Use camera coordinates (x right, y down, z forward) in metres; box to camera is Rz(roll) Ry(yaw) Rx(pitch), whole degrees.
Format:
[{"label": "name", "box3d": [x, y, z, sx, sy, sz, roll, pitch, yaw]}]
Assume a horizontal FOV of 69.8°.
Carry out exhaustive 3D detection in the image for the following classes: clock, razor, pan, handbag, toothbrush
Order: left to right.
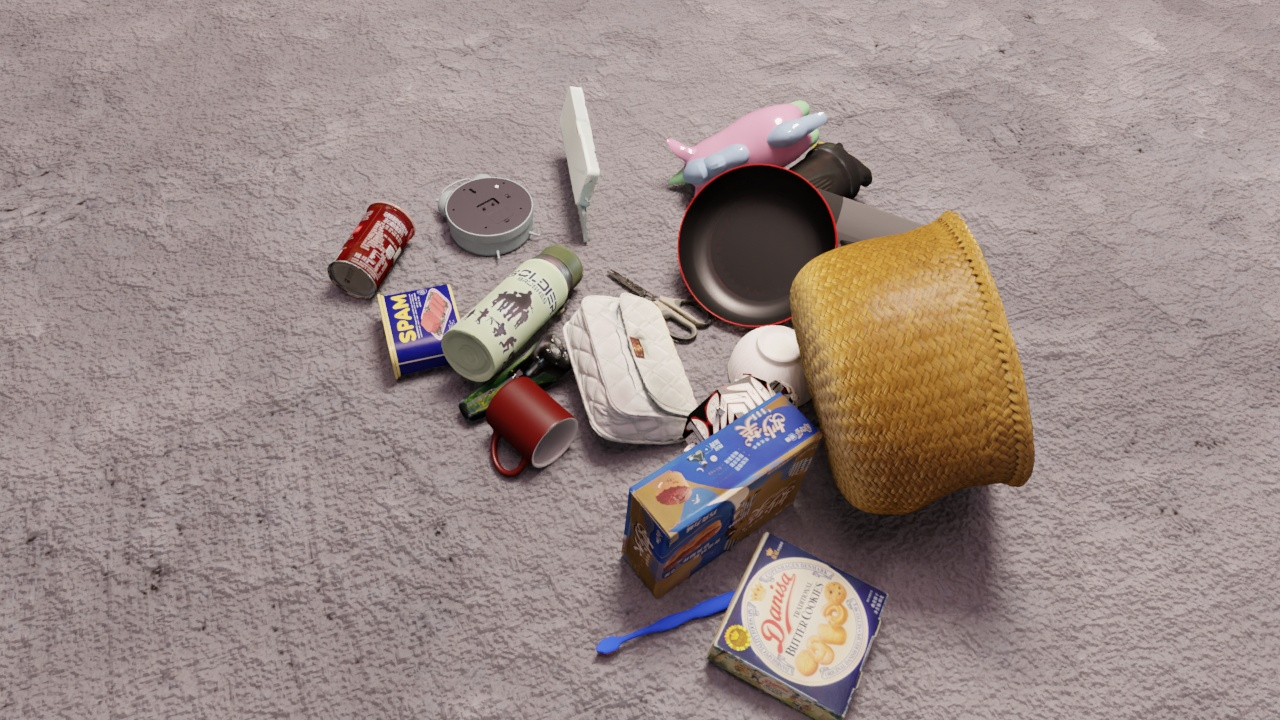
[{"label": "clock", "box3d": [-0.222, -0.213, 1.311, 0.122, 0.045, 0.159, -34, 60, -26]}, {"label": "razor", "box3d": [-0.153, 0.022, 1.117, 0.151, 0.067, 0.054, -32, 79, -19]}, {"label": "handbag", "box3d": [-0.007, 0.007, 1.115, 0.138, 0.073, 0.194, 6, 48, -32]}, {"label": "toothbrush", "box3d": [0.038, 0.273, 0.962, 0.182, 0.018, 0.016, -16, 58, -18]}, {"label": "clock", "box3d": [0.118, 0.064, 1.055, 0.154, 0.115, 0.065, -7, 52, -41]}, {"label": "pan", "box3d": [0.222, -0.142, 1.175, 0.357, 0.209, 0.067, 5, 6, 19]}]

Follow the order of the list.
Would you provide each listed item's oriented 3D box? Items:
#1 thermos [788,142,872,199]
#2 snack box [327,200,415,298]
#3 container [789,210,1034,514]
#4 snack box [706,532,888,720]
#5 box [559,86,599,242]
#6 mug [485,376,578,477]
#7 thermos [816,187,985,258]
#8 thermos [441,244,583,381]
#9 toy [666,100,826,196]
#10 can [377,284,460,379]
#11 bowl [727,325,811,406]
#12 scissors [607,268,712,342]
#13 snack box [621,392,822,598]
[{"label": "thermos", "box3d": [0.226, -0.239, 1.327, 0.220, 0.098, 0.098, -34, 60, -20]}, {"label": "snack box", "box3d": [-0.362, -0.149, 1.238, 0.072, 0.072, 0.121, 14, 53, 8]}, {"label": "container", "box3d": [0.279, 0.008, 0.993, 0.197, 0.307, 0.306, -12, 51, 9]}, {"label": "snack box", "box3d": [0.162, 0.273, 0.942, 0.145, 0.043, 0.144, 26, 55, 10]}, {"label": "box", "box3d": [-0.091, -0.282, 1.314, 0.040, 0.135, 0.196, 1, 51, -15]}, {"label": "mug", "box3d": [-0.137, 0.084, 1.072, 0.082, 0.073, 0.105, 39, 89, 24]}, {"label": "thermos", "box3d": [0.335, -0.157, 1.247, 0.240, 0.082, 0.082, 19, 53, 1]}, {"label": "thermos", "box3d": [-0.151, -0.065, 1.162, 0.082, 0.082, 0.230, 23, 42, 15]}, {"label": "toy", "box3d": [0.154, -0.305, 1.325, 0.170, 0.120, 0.223, -34, 16, -33]}, {"label": "can", "box3d": [-0.276, -0.040, 1.165, 0.092, 0.057, 0.116, -13, 53, -14]}, {"label": "bowl", "box3d": [0.172, -0.002, 1.153, 0.118, 0.062, 0.117, 1, 52, -2]}, {"label": "scissors", "box3d": [0.014, -0.075, 1.232, 0.171, 0.013, 0.120, 13, 50, 4]}, {"label": "snack box", "box3d": [0.083, 0.144, 0.974, 0.202, 0.155, 0.069, -29, 62, -23]}]
